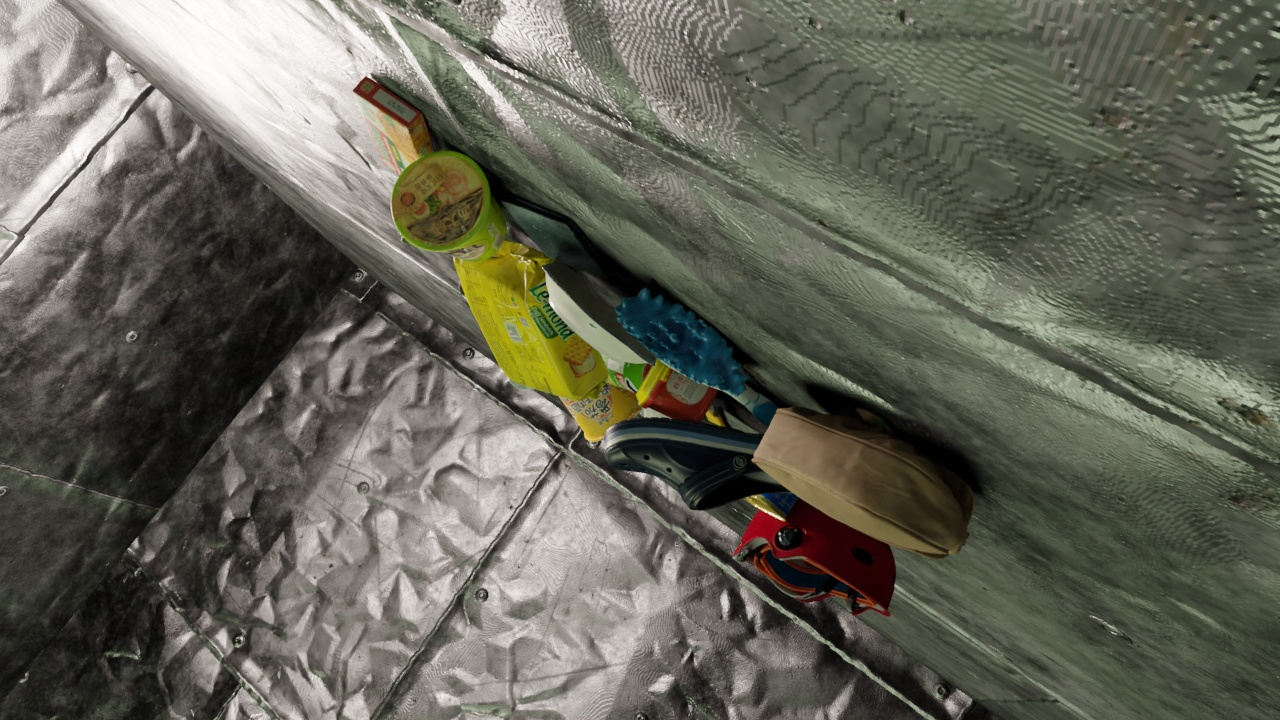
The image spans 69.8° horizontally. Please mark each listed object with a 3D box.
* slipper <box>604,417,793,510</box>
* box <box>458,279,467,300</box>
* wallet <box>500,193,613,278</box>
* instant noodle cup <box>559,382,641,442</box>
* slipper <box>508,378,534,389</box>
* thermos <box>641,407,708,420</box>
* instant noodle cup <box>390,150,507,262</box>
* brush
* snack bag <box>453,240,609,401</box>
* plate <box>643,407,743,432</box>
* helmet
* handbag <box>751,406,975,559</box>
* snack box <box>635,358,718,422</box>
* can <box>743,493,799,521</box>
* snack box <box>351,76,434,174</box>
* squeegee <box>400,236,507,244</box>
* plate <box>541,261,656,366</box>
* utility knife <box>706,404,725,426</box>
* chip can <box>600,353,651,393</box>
[{"bbox_3d":[0.081,0.129,1.044,0.253,0.095,0.105,6,152,9],"label":"slipper"},{"bbox_3d":[-0.219,-0.103,1.464,0.086,0.075,0.162,19,163,26],"label":"box"},{"bbox_3d":[-0.092,-0.135,1.004,0.121,0.019,0.097,27,166,41],"label":"wallet"},{"bbox_3d":[-0.068,0.044,1.478,0.110,0.138,0.138,50,167,-21],"label":"instant noodle cup"},{"bbox_3d":[-0.179,-0.046,1.458,0.246,0.104,0.074,89,175,-50],"label":"slipper"},{"bbox_3d":[0.088,0.118,1.449,0.073,0.073,0.224,27,167,47],"label":"thermos"},{"bbox_3d":[-0.206,-0.163,1.039,0.112,0.111,0.123,35,179,10],"label":"instant noodle cup"},{"bbox_3d":[0.101,0.025,0.997,0.314,0.060,0.109,36,177,-8],"label":"brush"},{"bbox_3d":[-0.145,-0.049,1.183,0.158,0.068,0.247,15,141,36],"label":"snack bag"},{"bbox_3d":[0.097,0.102,1.196,0.205,0.045,0.205,17,177,1],"label":"plate"},{"bbox_3d":[0.261,0.260,1.291,0.207,0.143,0.241,38,157,-31],"label":"helmet"},{"bbox_3d":[0.210,0.108,0.863,0.147,0.099,0.205,34,174,-37],"label":"handbag"},{"bbox_3d":[0.049,0.026,1.065,0.080,0.091,0.082,30,169,-1],"label":"snack box"},{"bbox_3d":[0.182,0.163,1.258,0.057,0.083,0.102,41,170,-23],"label":"can"},{"bbox_3d":[-0.266,-0.246,1.024,0.077,0.027,0.156,35,165,8],"label":"snack box"},{"bbox_3d":[-0.273,-0.195,1.233,0.247,0.040,0.250,44,154,-20],"label":"squeegee"},{"bbox_3d":[-0.051,-0.046,1.029,0.163,0.034,0.164,41,-171,-3],"label":"plate"},{"bbox_3d":[0.111,0.083,1.338,0.033,0.015,0.202,34,171,20],"label":"utility knife"},{"bbox_3d":[-0.007,0.007,1.228,0.072,0.072,0.236,40,171,-21],"label":"chip can"}]
